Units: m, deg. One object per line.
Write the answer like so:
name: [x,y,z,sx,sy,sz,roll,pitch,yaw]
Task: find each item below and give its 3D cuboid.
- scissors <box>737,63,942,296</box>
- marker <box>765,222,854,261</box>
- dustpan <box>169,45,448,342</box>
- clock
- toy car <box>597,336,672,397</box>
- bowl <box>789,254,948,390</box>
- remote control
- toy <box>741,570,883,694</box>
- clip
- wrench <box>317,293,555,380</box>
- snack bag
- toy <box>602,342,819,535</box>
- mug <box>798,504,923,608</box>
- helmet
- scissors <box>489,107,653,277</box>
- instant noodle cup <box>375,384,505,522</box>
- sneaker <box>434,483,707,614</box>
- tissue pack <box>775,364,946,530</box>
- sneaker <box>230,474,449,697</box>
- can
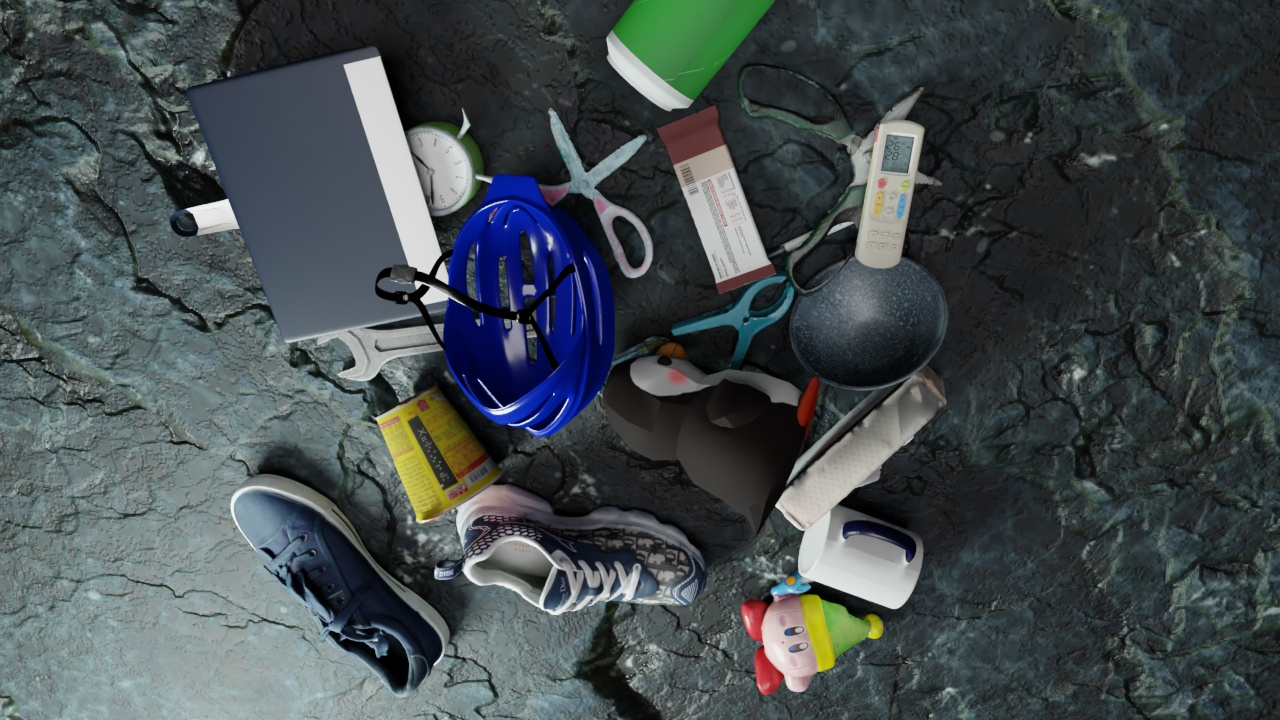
scissors: [0.152,-0.171,0.797,0.205,0.015,0.202,34,104,-4]
marker: [0.170,-0.119,0.826,0.152,0.011,0.011,-24,107,16]
dustpan: [-0.323,-0.143,0.846,0.273,0.080,0.236,-11,112,6]
clock: [-0.191,-0.170,0.830,0.119,0.042,0.094,-17,108,12]
toy car: [-0.005,0.005,0.886,0.090,0.027,0.039,-26,116,6]
bowl: [0.207,-0.025,0.824,0.137,0.137,0.057,-21,148,14]
remote control: [0.212,-0.141,0.785,0.038,0.018,0.126,5,107,-3]
toy: [0.180,0.278,0.963,0.132,0.096,0.124,-19,69,21]
clip: [0.092,-0.045,0.859,0.097,0.026,0.116,42,111,-13]
wrench: [-0.188,-0.025,0.906,0.273,0.010,0.070,-7,111,9]
snack bag: [0.069,-0.142,0.821,0.057,0.013,0.158,-19,101,16]
toy: [0.050,0.062,0.823,0.184,0.159,0.140,19,76,13]
mug: [0.220,0.185,0.894,0.097,0.078,0.112,20,151,-2]
helmet: [-0.120,-0.032,0.770,0.148,0.227,0.242,10,107,28]
scissors: [-0.053,-0.142,0.842,0.171,0.013,0.177,-34,103,16]
instant noodle cup: [-0.205,0.088,0.916,0.100,0.100,0.112,-27,96,16]
sneaker: [-0.066,0.211,0.921,0.269,0.132,0.103,14,111,-1]
tissue pack: [0.212,0.081,0.858,0.071,0.103,0.182,43,109,6]
sneaker: [-0.329,0.248,0.973,0.121,0.127,0.294,-37,101,20]
can: [0.043,-0.278,0.735,0.088,0.087,0.140,39,111,-9]
